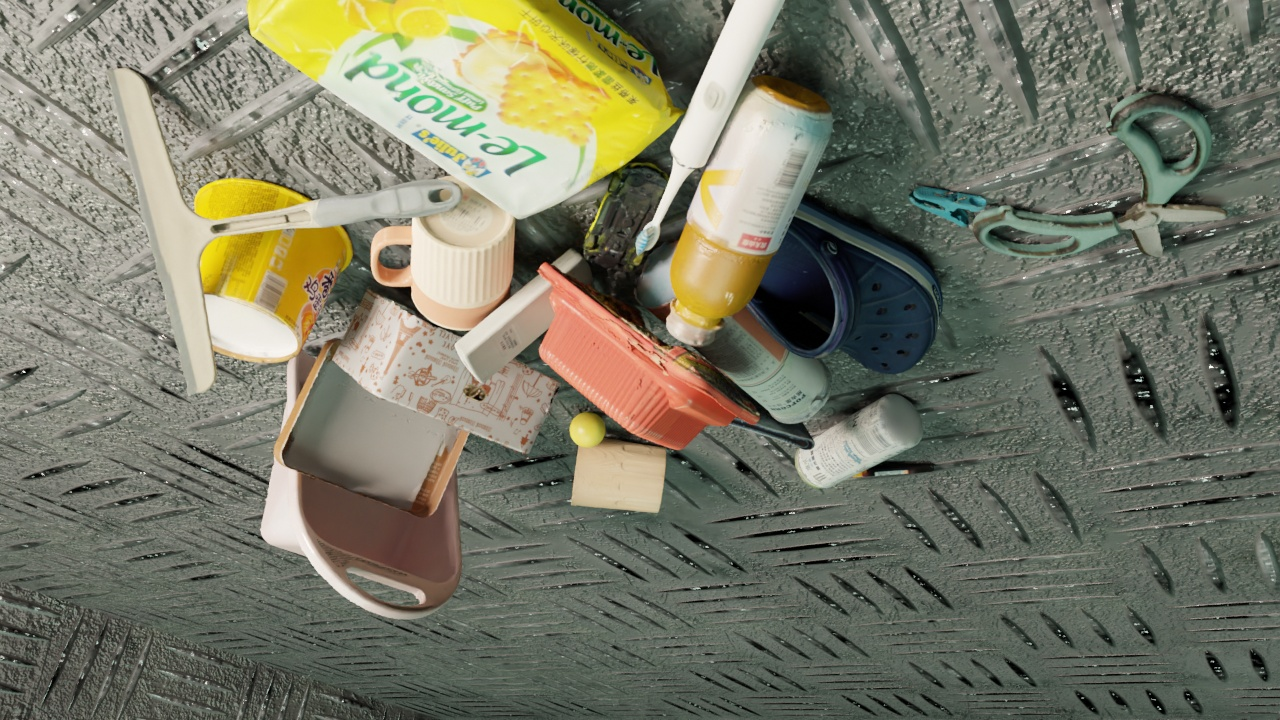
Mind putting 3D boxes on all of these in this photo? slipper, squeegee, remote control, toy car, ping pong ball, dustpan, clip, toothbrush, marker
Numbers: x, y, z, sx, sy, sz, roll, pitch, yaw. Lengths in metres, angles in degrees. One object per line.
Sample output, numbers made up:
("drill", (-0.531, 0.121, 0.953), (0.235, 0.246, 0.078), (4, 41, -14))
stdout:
("slipper", (0.144, -0.054, 0.725), (0.252, 0.095, 0.105), (29, 145, -25))
("squeegee", (-0.248, -0.110, 0.690), (0.247, 0.246, 0.039), (-7, -168, 8))
("remote control", (-0.097, -0.039, 0.783), (0.019, 0.135, 0.056), (42, 166, 24))
("toy car", (-0.010, -0.114, 0.719), (0.048, 0.032, 0.105), (16, 137, -13))
("ping pong ball", (-0.060, 0.078, 1.038), (0.040, 0.040, 0.040), (6, 149, 3))
("dustpan", (-0.265, 0.131, 0.954), (0.139, 0.272, 0.222), (-16, 147, 40))
("clip", (0.225, -0.116, 0.678), (0.056, 0.015, 0.050), (12, 151, -10))
("toothbrush", (0.041, -0.154, 0.584), (0.027, 0.026, 0.222), (37, 130, 11))
("marker", (0.276, 0.126, 1.066), (0.124, 0.015, 0.018), (-4, 149, 14))

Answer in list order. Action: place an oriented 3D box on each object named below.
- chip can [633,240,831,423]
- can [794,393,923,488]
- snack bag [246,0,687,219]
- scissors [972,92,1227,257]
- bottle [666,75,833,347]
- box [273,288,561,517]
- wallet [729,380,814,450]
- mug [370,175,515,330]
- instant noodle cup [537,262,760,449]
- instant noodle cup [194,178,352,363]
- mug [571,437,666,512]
("chip can", (0.086, -0.021, 0.811), (0.071, 0.071, 0.214), (-17, 141, 36))
("can", (0.228, 0.088, 0.971), (0.058, 0.058, 0.147), (20, 147, -20))
("snack bag", (-0.102, -0.194, 0.573), (0.158, 0.068, 0.246), (-22, 138, 39))
("scissors", (0.327, -0.122, 0.641), (0.170, 0.019, 0.179), (2, 147, 13))
("bottle", (0.066, -0.096, 0.630), (0.068, 0.068, 0.190), (15, 121, -12))
("box", (-0.215, 0.058, 0.863), (0.183, 0.193, 0.157), (27, 176, -36))
("wallet", (0.106, 0.048, 0.907), (0.121, 0.097, 0.019), (17, 107, -11))
("mug", (-0.159, -0.087, 0.743), (0.114, 0.081, 0.106), (-1, 149, -13))
("instant noodle cup", (-0.004, 0.004, 0.746), (0.189, 0.079, 0.164), (39, -176, 27))
("instant noodle cup", (-0.331, -0.070, 0.790), (0.138, 0.109, 0.138), (6, 150, 3))
("mug", (-0.027, 0.137, 1.103), (0.103, 0.084, 0.125), (8, 173, -2))
